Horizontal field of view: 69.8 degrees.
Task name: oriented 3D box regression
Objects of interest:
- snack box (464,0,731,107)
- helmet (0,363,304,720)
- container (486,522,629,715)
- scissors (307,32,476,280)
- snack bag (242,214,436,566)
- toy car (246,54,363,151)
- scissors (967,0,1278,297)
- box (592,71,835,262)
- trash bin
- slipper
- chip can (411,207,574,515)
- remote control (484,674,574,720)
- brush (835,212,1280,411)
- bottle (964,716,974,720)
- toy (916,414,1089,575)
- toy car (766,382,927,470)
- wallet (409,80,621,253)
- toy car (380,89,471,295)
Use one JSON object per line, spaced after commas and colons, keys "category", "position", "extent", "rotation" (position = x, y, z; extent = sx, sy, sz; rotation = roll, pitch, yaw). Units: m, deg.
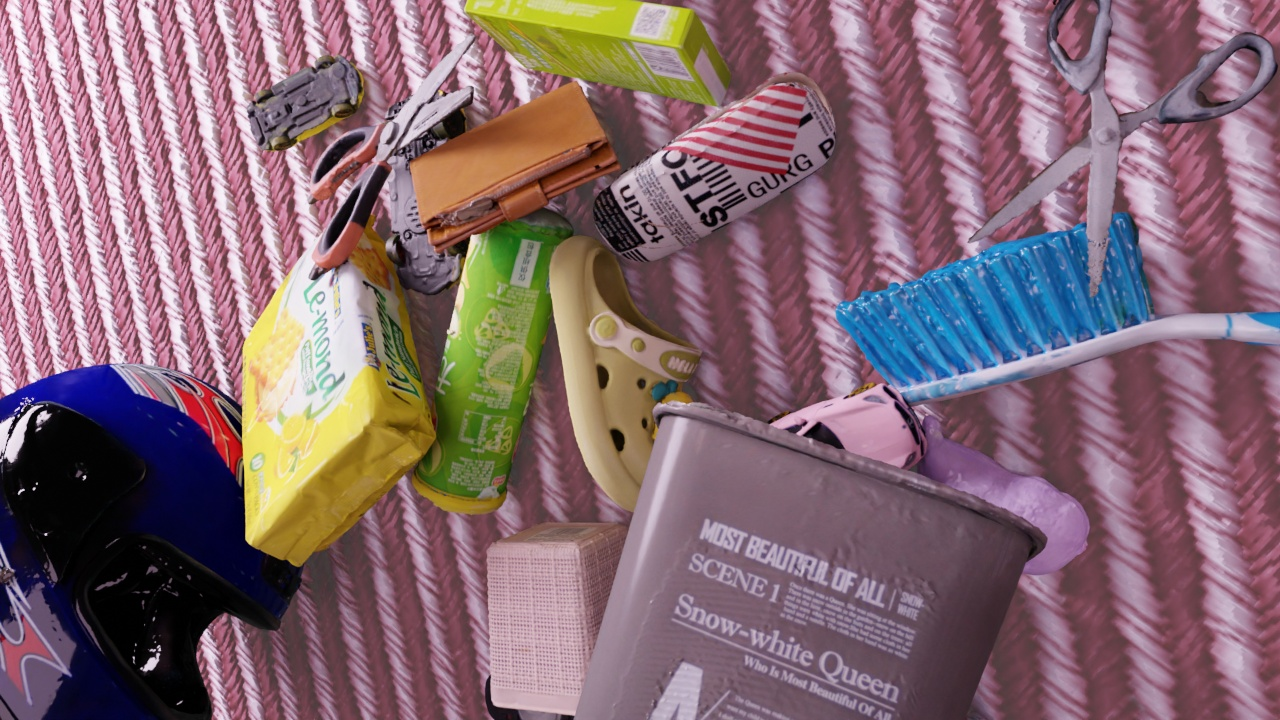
{"category": "snack box", "position": [-0.026, -0.203, 0.587], "extent": [0.156, 0.085, 0.026], "rotation": [18, 88, 24]}
{"category": "helmet", "position": [-0.383, 0.146, 0.713], "extent": [0.240, 0.248, 0.315], "rotation": [-34, 70, -19]}
{"category": "container", "position": [-0.053, 0.175, 0.643], "extent": [0.090, 0.089, 0.111], "rotation": [-4, 91, 26]}
{"category": "scissors", "position": [-0.185, -0.141, 0.645], "extent": [0.190, 0.015, 0.222], "rotation": [37, 102, 49]}
{"category": "snack bag", "position": [-0.229, 0.017, 0.684], "extent": [0.158, 0.068, 0.246], "rotation": [-42, 47, 23]}
{"category": "toy car", "position": [-0.265, -0.204, 0.736], "extent": [0.105, 0.032, 0.048], "rotation": [-23, 85, 15]}
{"category": "scissors", "position": [0.241, -0.122, 0.477], "extent": [0.181, 0.014, 0.159], "rotation": [-25, 70, 8]}
{"category": "box", "position": [0.049, -0.122, 0.589], "extent": [0.164, 0.080, 0.075], "rotation": [-30, 114, 24]}
{"category": "trash bin", "position": [0.067, 0.164, 0.473], "extent": [0.199, 0.199, 0.219], "rotation": [19, 75, 15]}
{"category": "slipper", "position": [-0.004, 0.003, 0.600], "extent": [0.082, 0.091, 0.190], "rotation": [-17, 85, 24]}
{"category": "chip can", "position": [-0.106, -0.004, 0.657], "extent": [0.073, 0.072, 0.221], "rotation": [22, 105, 22]}
{"category": "remote control", "position": [-0.056, 0.259, 0.688], "extent": [0.137, 0.024, 0.053], "rotation": [0, 97, 27]}
{"category": "brush", "position": [0.270, -0.030, 0.485], "extent": [0.315, 0.060, 0.109], "rotation": [-18, 93, 25]}
{"category": "bottle", "position": [0.107, 0.222, 0.583], "extent": [0.219, 0.065, 0.065], "rotation": [16, 102, 25]}
{"category": "toy", "position": [0.203, 0.088, 0.535], "extent": [0.108, 0.038, 0.084], "rotation": [24, 123, 18]}
{"category": "toy car", "position": [0.114, 0.052, 0.556], "extent": [0.123, 0.037, 0.056], "rotation": [-27, 97, 50]}
{"category": "wallet", "position": [-0.086, -0.130, 0.605], "extent": [0.132, 0.031, 0.107], "rotation": [-26, 43, 2]}
{"category": "toy car", "position": [-0.158, -0.125, 0.684], "extent": [0.071, 0.041, 0.156], "rotation": [-6, 88, 29]}
